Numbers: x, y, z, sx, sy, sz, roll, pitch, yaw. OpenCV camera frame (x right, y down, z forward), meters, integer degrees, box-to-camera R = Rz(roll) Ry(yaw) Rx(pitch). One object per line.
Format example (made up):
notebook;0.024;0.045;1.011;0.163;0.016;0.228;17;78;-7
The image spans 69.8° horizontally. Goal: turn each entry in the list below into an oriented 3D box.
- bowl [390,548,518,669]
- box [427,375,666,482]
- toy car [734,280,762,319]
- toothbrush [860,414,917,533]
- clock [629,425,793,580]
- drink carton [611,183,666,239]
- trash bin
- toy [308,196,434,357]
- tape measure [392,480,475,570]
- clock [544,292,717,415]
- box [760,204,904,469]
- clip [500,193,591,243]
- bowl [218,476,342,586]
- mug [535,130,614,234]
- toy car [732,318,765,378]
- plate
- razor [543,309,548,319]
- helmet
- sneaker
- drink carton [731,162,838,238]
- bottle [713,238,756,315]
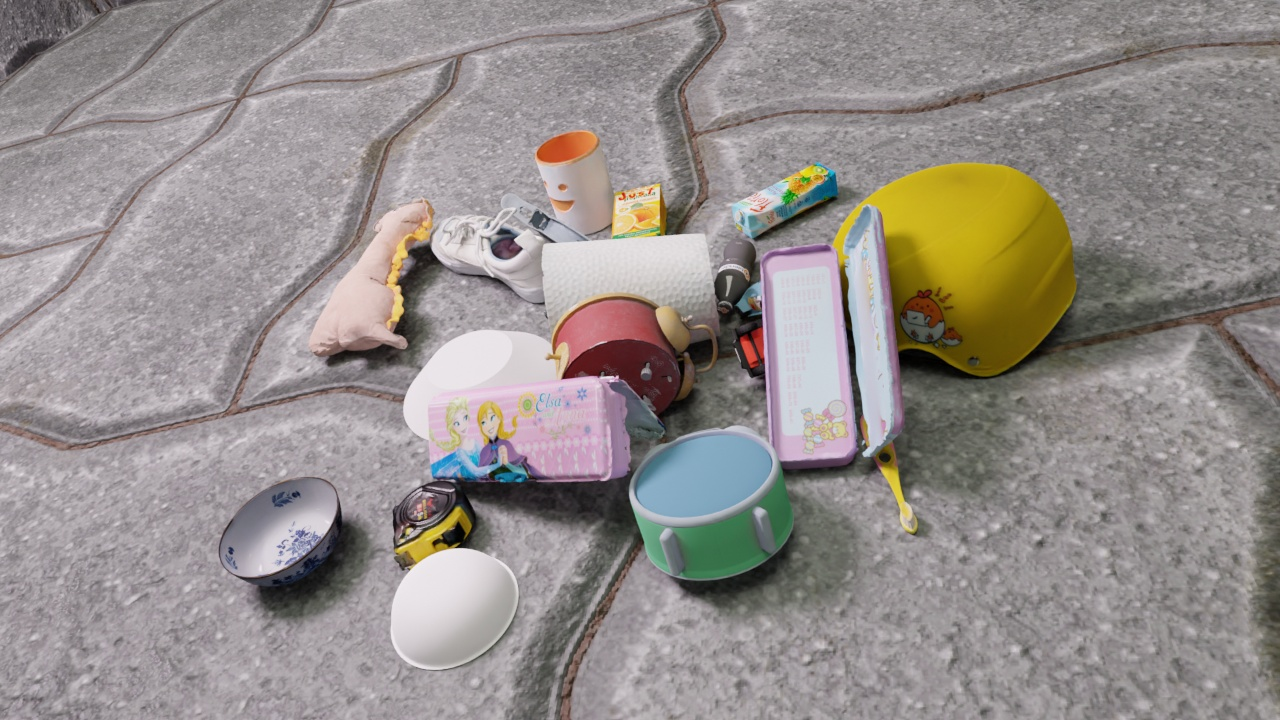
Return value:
bowl;-0.158;0.190;0.744;0.110;0.041;0.109;-11;39;9
box;-0.086;0.063;0.818;0.231;0.084;0.090;-7;-5;40
toy car;0.130;-0.068;0.911;0.060;0.027;0.108;-29;6;-15
toothbrush;0.203;0.086;0.752;0.021;0.016;0.135;-17;39;8
clock;0.056;0.106;0.745;0.122;0.075;0.161;-15;26;5
drink carton;0.000;-0.164;1.107;0.058;0.041;0.122;-10;39;9
trash bin;-0.007;-0.064;0.928;0.161;0.133;0.133;-8;39;3
toy;-0.299;-0.105;1.116;0.196;0.065;0.263;1;49;31
tape measure;-0.184;0.143;0.812;0.072;0.042;0.071;-25;34;-2
clock;-0.005;0.005;0.852;0.159;0.117;0.081;-11;42;-1
box;0.169;-0.017;0.790;0.140;0.062;0.213;-25;54;43
clip;-0.096;-0.151;1.119;0.162;0.090;0.027;35;91;33
bowl;-0.318;0.163;0.834;0.114;0.045;0.114;-11;39;9
mug;-0.079;-0.223;1.155;0.082;0.105;0.082;-10;39;8
toy car;0.138;-0.021;0.875;0.100;0.051;0.049;-21;-4;-2
plate;-0.174;0.012;0.966;0.174;0.036;0.173;-11;39;9
razor;-0.061;-0.075;1.041;0.106;0.026;0.042;-26;41;-4
helmet;0.279;-0.110;0.858;0.240;0.140;0.208;18;51;37
sneaker;-0.186;-0.150;1.117;0.242;0.091;0.089;26;62;41
drink carton;0.168;-0.186;1.072;0.128;0.039;0.044;-28;40;-12
bottle;0.099;-0.088;0.982;0.036;0.036;0.109;-1;42;20
